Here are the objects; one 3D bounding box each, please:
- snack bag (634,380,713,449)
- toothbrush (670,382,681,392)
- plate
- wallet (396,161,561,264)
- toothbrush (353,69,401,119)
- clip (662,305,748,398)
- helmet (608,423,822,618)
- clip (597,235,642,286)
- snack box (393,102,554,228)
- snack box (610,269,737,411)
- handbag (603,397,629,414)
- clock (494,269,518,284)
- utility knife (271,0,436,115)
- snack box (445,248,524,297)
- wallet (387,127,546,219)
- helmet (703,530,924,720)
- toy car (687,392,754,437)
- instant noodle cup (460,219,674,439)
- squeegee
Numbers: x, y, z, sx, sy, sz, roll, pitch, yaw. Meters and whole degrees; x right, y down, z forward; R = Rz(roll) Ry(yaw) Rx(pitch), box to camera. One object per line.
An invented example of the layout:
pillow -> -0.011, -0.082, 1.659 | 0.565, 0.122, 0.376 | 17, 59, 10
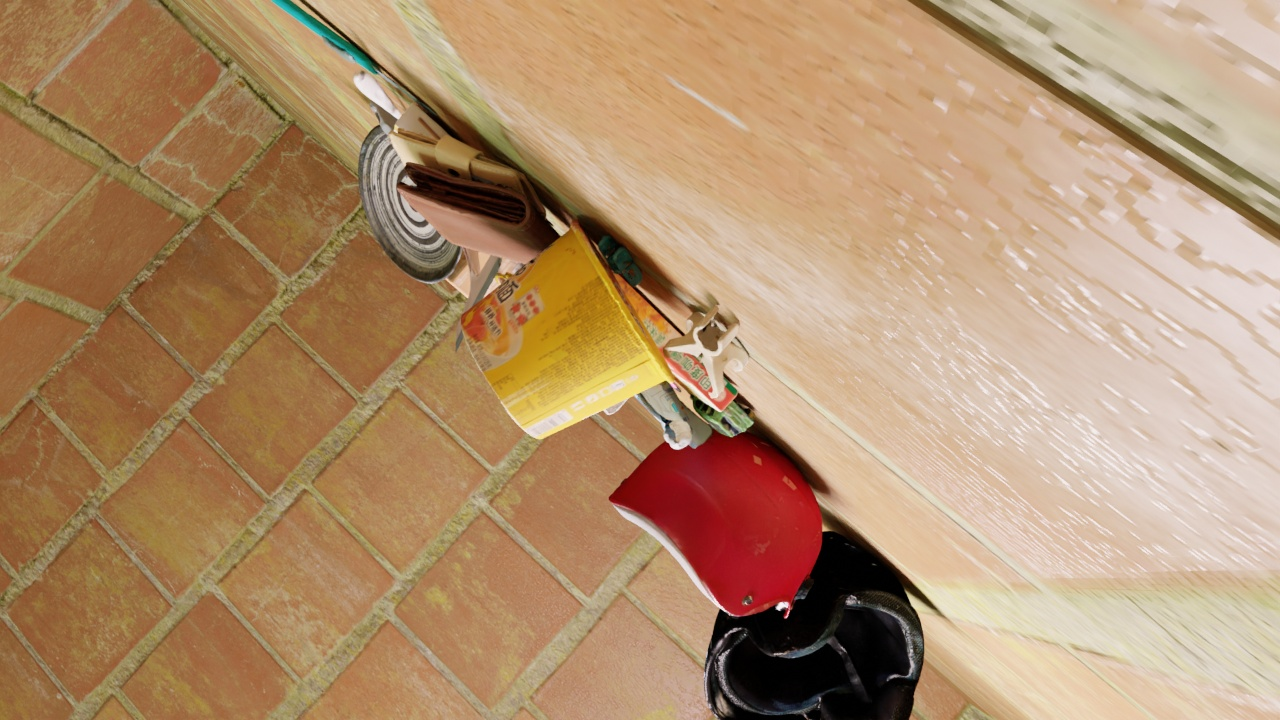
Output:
snack bag -> -0.005, 0.005, 0.847 | 0.191, 0.039, 0.110 | 51, -174, 6
toothbrush -> -0.013, -0.014, 1.122 | 0.189, 0.017, 0.014 | 42, 174, -27
plate -> -0.247, -0.173, 1.005 | 0.179, 0.024, 0.180 | 22, 126, 33
wallet -> -0.117, -0.107, 0.718 | 0.125, 0.032, 0.101 | 18, 167, 21
toothbrush -> -0.218, -0.222, 0.806 | 0.016, 0.016, 0.180 | 32, 180, 1
clip -> 0.036, -0.016, 0.610 | 0.093, 0.035, 0.103 | 37, 169, 30
helmet -> 0.105, 0.150, 0.947 | 0.207, 0.144, 0.239 | 39, -171, 32
clip -> -0.015, -0.070, 0.646 | 0.043, 0.014, 0.056 | 39, 174, 23
snack box -> -0.147, -0.158, 0.805 | 0.157, 0.027, 0.085 | 40, 176, -17
snack box -> 0.012, -0.021, 0.790 | 0.156, 0.027, 0.077 | 43, 176, -20
handbag -> -0.099, -0.030, 1.231 | 0.197, 0.098, 0.145 | 37, 168, 36
clock -> -0.096, -0.052, 1.019 | 0.158, 0.059, 0.117 | 27, 170, 10
utility knife -> -0.252, -0.263, 0.767 | 0.216, 0.013, 0.029 | 36, 178, 9
snack box -> -0.191, -0.125, 1.067 | 0.094, 0.092, 0.077 | 38, 176, 38
wallet -> -0.134, -0.145, 0.717 | 0.115, 0.024, 0.087 | 22, 168, 14
helmet -> 0.206, 0.342, 1.131 | 0.233, 0.275, 0.229 | 54, -162, -23
toy car -> 0.071, 0.041, 0.851 | 0.043, 0.036, 0.091 | 42, 179, -23
instant noodle cup -> -0.056, -0.016, 0.666 | 0.138, 0.110, 0.138 | 58, -176, -7
squeegee -> -0.206, -0.160, 0.927 | 0.249, 0.040, 0.248 | 62, 155, 6
